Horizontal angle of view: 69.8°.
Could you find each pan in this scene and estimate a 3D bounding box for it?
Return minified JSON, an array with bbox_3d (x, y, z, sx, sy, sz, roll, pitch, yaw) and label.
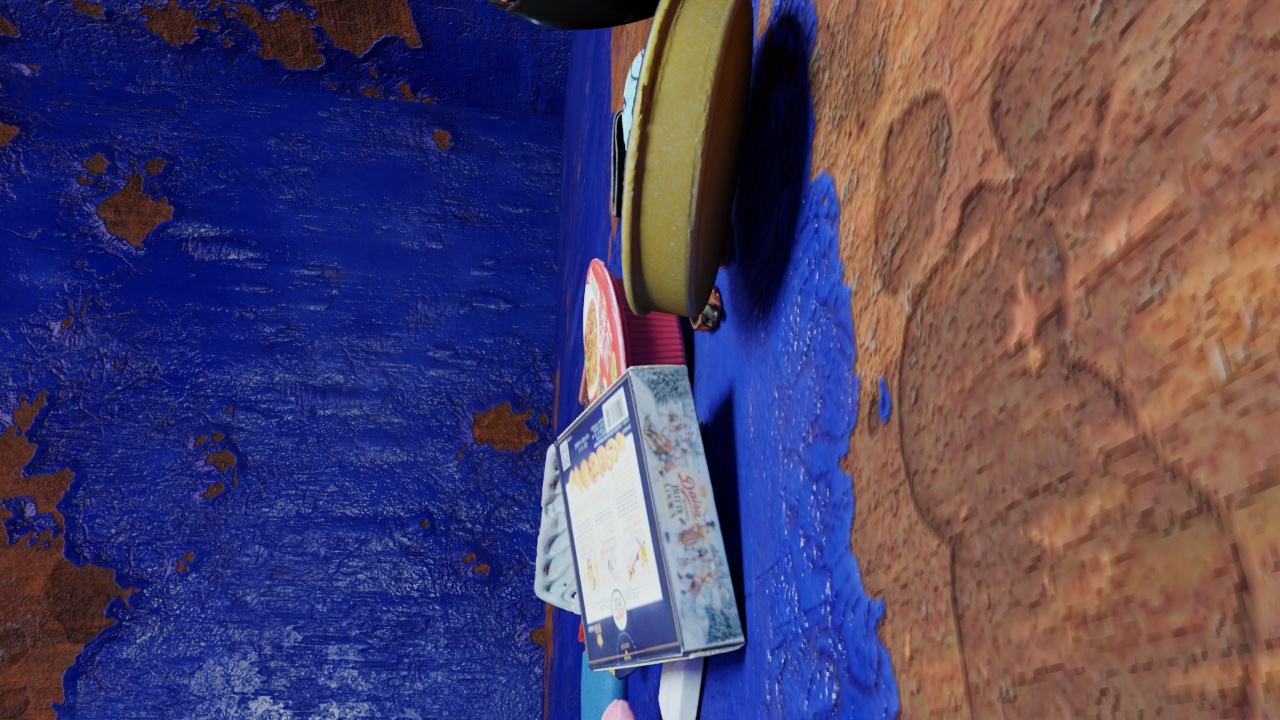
[{"bbox_3d":[0.032,-0.169,0.610,0.356,0.078,0.198,-67,-15,-52],"label":"pan"}]

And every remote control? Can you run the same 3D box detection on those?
[{"bbox_3d":[0.032,0.211,0.664,0.049,0.024,0.125,-114,29,-71],"label":"remote control"}]

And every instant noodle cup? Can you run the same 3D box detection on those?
[{"bbox_3d":[-0.005,0.005,0.799,0.194,0.065,0.194,173,91,-79],"label":"instant noodle cup"}]

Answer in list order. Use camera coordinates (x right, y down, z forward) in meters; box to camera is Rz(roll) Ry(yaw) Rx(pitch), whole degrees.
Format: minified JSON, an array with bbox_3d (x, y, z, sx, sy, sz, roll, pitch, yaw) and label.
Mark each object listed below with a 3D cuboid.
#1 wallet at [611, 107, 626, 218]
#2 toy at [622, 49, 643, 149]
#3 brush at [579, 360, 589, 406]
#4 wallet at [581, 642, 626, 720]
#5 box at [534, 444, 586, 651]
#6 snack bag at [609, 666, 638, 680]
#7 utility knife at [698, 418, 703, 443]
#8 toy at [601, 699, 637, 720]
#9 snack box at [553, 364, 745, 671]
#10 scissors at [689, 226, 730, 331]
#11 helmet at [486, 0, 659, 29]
[{"bbox_3d":[0.005,-0.176,0.856,0.122,0.020,0.096,-7,-78,-68],"label":"wallet"},{"bbox_3d":[0.012,-0.190,0.771,0.155,0.050,0.162,-78,-14,-52],"label":"toy"},{"bbox_3d":[-0.035,-0.012,1.080,0.069,0.063,0.146,-119,33,-51],"label":"brush"},{"bbox_3d":[-0.040,0.377,1.043,0.107,0.040,0.133,139,137,-66],"label":"wallet"},{"bbox_3d":[-0.059,0.203,1.018,0.155,0.073,0.201,29,116,52],"label":"box"},{"bbox_3d":[-0.019,0.199,0.885,0.110,0.039,0.191,-54,-36,-70],"label":"snack bag"},{"bbox_3d":[0.036,0.132,0.702,0.029,0.013,0.179,-141,55,-82],"label":"utility knife"},{"bbox_3d":[-0.016,0.372,0.735,0.179,0.074,0.194,90,177,-52],"label":"toy"},{"bbox_3d":[-0.004,0.117,0.641,0.178,0.045,0.182,137,125,-60],"label":"snack box"},{"bbox_3d":[0.040,-0.064,0.745,0.207,0.015,0.191,105,165,-56],"label":"scissors"},{"bbox_3d":[-0.072,-0.412,0.816,0.230,0.275,0.233,54,-137,-58],"label":"helmet"}]
